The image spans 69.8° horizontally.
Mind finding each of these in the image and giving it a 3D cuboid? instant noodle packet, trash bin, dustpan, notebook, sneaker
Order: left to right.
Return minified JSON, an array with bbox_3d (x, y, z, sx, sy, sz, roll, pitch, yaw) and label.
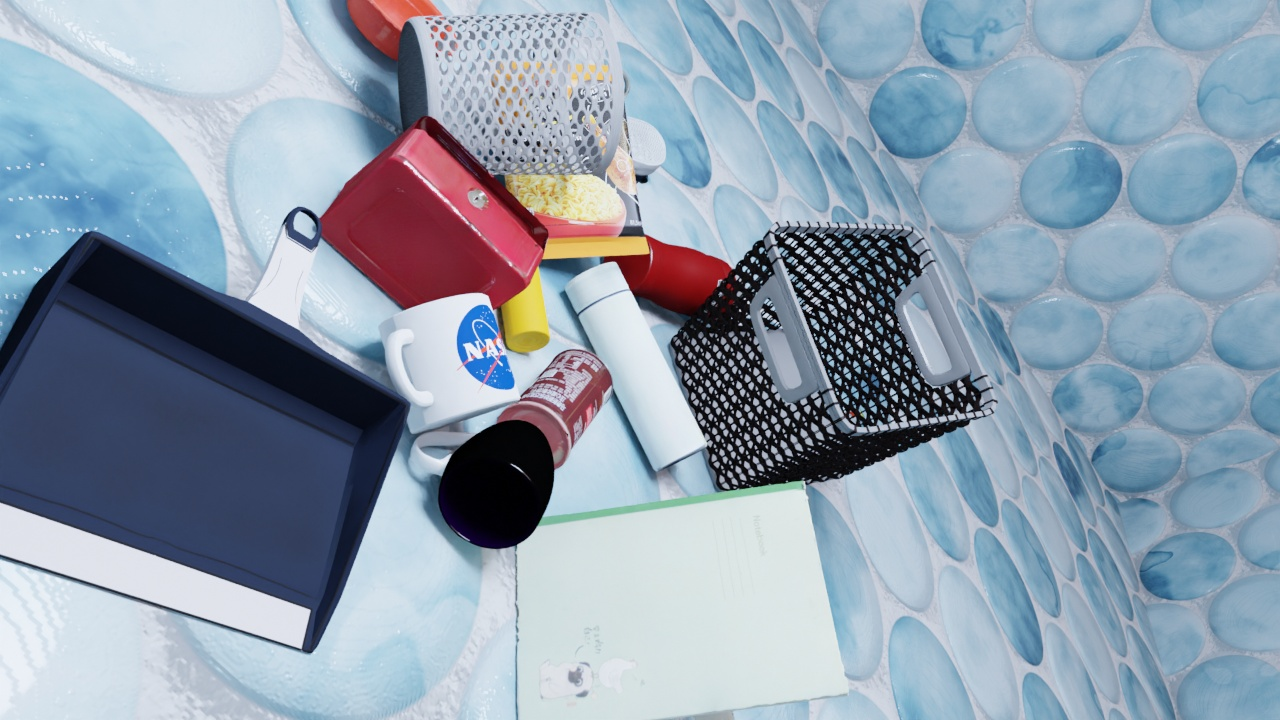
[{"bbox_3d":[-0.262,0.015,0.591,0.236,0.080,0.272,35,38,-37],"label":"dustpan"},{"bbox_3d":[-0.131,-0.256,0.890,0.183,0.157,0.156,-8,67,-23],"label":"trash bin"},{"bbox_3d":[-0.079,-0.222,1.011,0.159,0.032,0.220,-6,85,-25],"label":"instant noodle packet"},{"bbox_3d":[-0.080,-0.253,1.101,0.235,0.088,0.089,4,67,-30],"label":"sneaker"},{"bbox_3d":[0.024,0.195,0.742,0.010,0.252,0.181,77,5,-55],"label":"notebook"}]

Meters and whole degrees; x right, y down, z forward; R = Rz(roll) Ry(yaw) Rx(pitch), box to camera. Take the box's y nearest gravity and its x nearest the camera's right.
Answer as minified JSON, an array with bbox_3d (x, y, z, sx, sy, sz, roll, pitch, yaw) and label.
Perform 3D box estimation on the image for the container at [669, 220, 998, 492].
[{"bbox_3d":[0.209,0.008,1.084,0.245,0.244,0.247,-4,66,-33],"label":"container"}]

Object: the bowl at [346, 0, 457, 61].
[{"bbox_3d":[-0.251,-0.348,0.940,0.130,0.045,0.130,39,26,-23],"label":"bowl"}]

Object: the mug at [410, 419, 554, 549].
[{"bbox_3d":[-0.126,0.086,0.753,0.119,0.085,0.100,24,23,-3],"label":"mug"}]

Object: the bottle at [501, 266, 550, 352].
[{"bbox_3d":[-0.122,-0.080,0.923,0.043,0.043,0.143,22,48,-48],"label":"bottle"}]

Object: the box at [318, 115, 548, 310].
[{"bbox_3d":[-0.176,-0.109,0.787,0.157,0.129,0.087,42,39,-27],"label":"box"}]

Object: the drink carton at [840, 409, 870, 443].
[{"bbox_3d":[0.250,0.105,1.245,0.038,0.129,0.044,28,41,-62],"label":"drink carton"}]

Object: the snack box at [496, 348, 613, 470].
[{"bbox_3d":[-0.078,0.044,0.858,0.072,0.072,0.121,54,30,-11],"label":"snack box"}]

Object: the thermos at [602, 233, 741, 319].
[{"bbox_3d":[0.038,-0.110,1.167,0.198,0.084,0.108,12,22,-50],"label":"thermos"}]

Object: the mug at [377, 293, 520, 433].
[{"bbox_3d":[-0.160,0.004,0.728,0.121,0.091,0.090,-10,82,-67],"label":"mug"}]

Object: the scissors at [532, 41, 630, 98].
[{"bbox_3d":[-0.070,-0.302,1.064,0.157,0.013,0.171,-33,91,-31],"label":"scissors"}]

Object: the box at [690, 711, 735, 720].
[{"bbox_3d":[0.074,0.279,0.770,0.143,0.188,0.105,-18,81,-56],"label":"box"}]

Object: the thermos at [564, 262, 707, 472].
[{"bbox_3d":[-0.006,0.006,1.005,0.067,0.068,0.230,-17,79,-60],"label":"thermos"}]
